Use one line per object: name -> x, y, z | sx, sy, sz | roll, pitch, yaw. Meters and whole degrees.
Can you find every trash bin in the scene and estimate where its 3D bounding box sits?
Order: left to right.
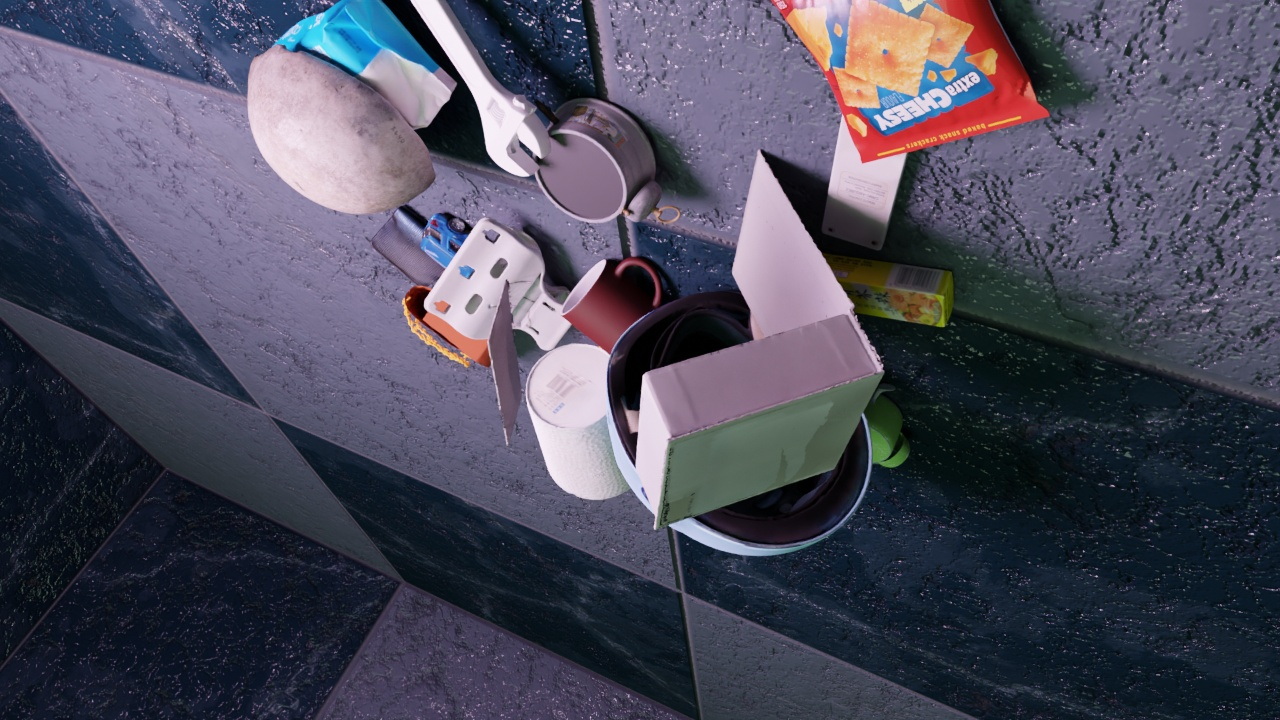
trash bin -> -0.060, 0.066, 1.036 | 0.133, 0.133, 0.161 | 19, 155, 19

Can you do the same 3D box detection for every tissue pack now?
tissue pack -> -0.259, -0.254, 0.822 | 0.210, 0.066, 0.117 | 3, 147, 49

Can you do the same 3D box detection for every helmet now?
helmet -> 0.089, 0.073, 0.872 | 0.265, 0.225, 0.167 | 49, 160, 23

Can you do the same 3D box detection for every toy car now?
toy car -> -0.190, -0.113, 1.021 | 0.120, 0.043, 0.056 | 34, 151, -9

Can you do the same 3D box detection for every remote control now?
remote control -> 0.169, -0.137, 0.689 | 0.050, 0.011, 0.136 | 21, 150, 16

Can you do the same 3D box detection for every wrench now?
wrench -> -0.156, -0.266, 0.722 | 0.066, 0.018, 0.273 | -9, 121, 47

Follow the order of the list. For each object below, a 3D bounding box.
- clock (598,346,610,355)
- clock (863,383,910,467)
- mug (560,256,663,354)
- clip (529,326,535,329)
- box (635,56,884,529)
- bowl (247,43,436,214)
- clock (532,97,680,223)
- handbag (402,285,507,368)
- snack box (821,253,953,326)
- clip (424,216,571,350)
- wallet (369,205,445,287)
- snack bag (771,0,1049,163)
clock -> -0.006, 0.006, 1.048 | 0.099, 0.043, 0.130 | 42, 156, -22
clock -> 0.224, 0.069, 0.937 | 0.094, 0.042, 0.119 | 10, 146, 34
mug -> -0.017, -0.059, 0.934 | 0.082, 0.073, 0.106 | 39, 121, -16
clip -> -0.125, -0.052, 1.077 | 0.076, 0.045, 0.023 | 18, 151, 19
box -> 0.100, -0.057, 0.752 | 0.172, 0.379, 0.168 | 9, 149, 2
bowl -> -0.277, -0.183, 0.809 | 0.178, 0.081, 0.179 | 26, 163, 8
clock -> -0.030, -0.161, 0.784 | 0.148, 0.056, 0.104 | 34, 143, 2
handbag -> -0.225, -0.036, 1.097 | 0.109, 0.060, 0.172 | 35, 175, -3
snack box -> 0.186, -0.063, 0.774 | 0.148, 0.028, 0.040 | 13, 147, 29
clip -> -0.140, -0.073, 0.977 | 0.144, 0.075, 0.125 | 27, 114, -29
wallet -> -0.268, -0.131, 1.083 | 0.089, 0.026, 0.115 | 40, 150, -16
snack bag -> 0.164, -0.195, 0.571 | 0.131, 0.039, 0.144 | -5, 134, 46
